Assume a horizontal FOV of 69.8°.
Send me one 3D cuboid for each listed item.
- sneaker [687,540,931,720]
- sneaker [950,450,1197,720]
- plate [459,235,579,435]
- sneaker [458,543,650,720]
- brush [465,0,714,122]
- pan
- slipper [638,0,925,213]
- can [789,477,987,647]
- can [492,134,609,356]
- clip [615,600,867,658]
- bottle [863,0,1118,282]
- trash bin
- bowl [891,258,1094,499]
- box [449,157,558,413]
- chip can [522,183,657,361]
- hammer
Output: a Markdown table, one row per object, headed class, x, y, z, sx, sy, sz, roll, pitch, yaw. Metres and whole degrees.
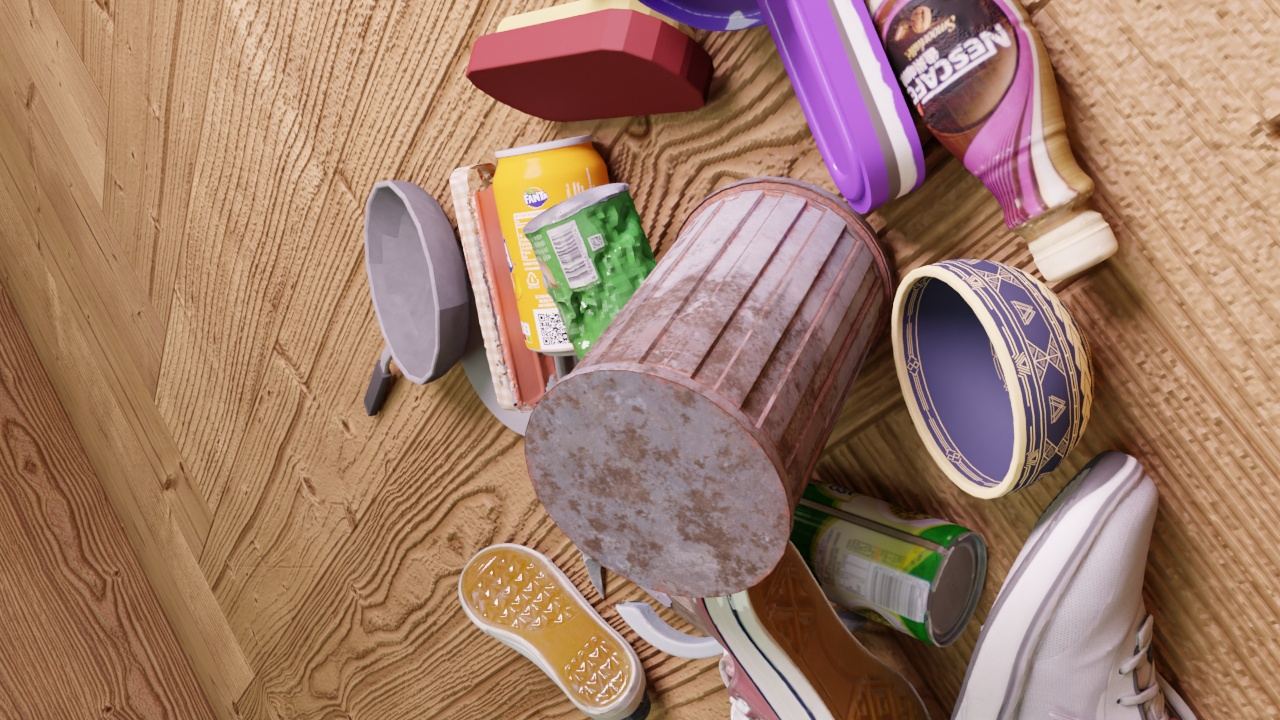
| class | x | y | z | sx | sy | sz | roll | pitch | yaw |
| --- | --- | --- | --- | --- | --- | --- | --- | --- | --- |
| sneaker | 0.089 | 0.192 | 0.524 | 0.088 | 0.118 | 0.241 | -23 | 112 | 36 |
| sneaker | 0.228 | 0.171 | 0.449 | 0.129 | 0.096 | 0.263 | 17 | 119 | 29 |
| plate | -0.106 | -0.020 | 0.774 | 0.178 | 0.012 | 0.179 | 23 | 123 | 40 |
| sneaker | -0.073 | 0.245 | 0.828 | 0.236 | 0.087 | 0.079 | 27 | 160 | 41 |
| brush | -0.033 | -0.187 | 0.570 | 0.174 | 0.082 | 0.042 | 10 | 84 | 45 |
| pan | -0.227 | -0.029 | 0.876 | 0.178 | 0.041 | 0.358 | 66 | 148 | 18 |
| slipper | 0.041 | -0.187 | 0.448 | 0.107 | 0.084 | 0.266 | -54 | -61 | -85 |
| can | 0.130 | 0.113 | 0.537 | 0.121 | 0.067 | 0.067 | 15 | 118 | 42 |
| can | -0.054 | -0.079 | 0.638 | 0.079 | 0.078 | 0.142 | 6 | 112 | 46 |
| clip | 0.071 | 0.137 | 0.617 | 0.172 | 0.029 | 0.141 | 10 | 91 | 24 |
| bottle | 0.157 | -0.114 | 0.409 | 0.060 | 0.059 | 0.166 | -32 | 83 | 49 |
| trash bin | 0.046 | 0.000 | 0.465 | 0.131 | 0.210 | 0.131 | 14 | 127 | 19 |
| bowl | 0.174 | 0.003 | 0.434 | 0.112 | 0.061 | 0.112 | 164 | 91 | -83 |
| box | -0.094 | -0.057 | 0.680 | 0.043 | 0.083 | 0.187 | 2 | 107 | 36 |
| chip can | -0.002 | 0.002 | 0.580 | 0.076 | 0.075 | 0.223 | -8 | 109 | 49 |
| hammer | 0.060 | 0.202 | 0.679 | 0.317 | 0.028 | 0.147 | 30 | 137 | 37 |
